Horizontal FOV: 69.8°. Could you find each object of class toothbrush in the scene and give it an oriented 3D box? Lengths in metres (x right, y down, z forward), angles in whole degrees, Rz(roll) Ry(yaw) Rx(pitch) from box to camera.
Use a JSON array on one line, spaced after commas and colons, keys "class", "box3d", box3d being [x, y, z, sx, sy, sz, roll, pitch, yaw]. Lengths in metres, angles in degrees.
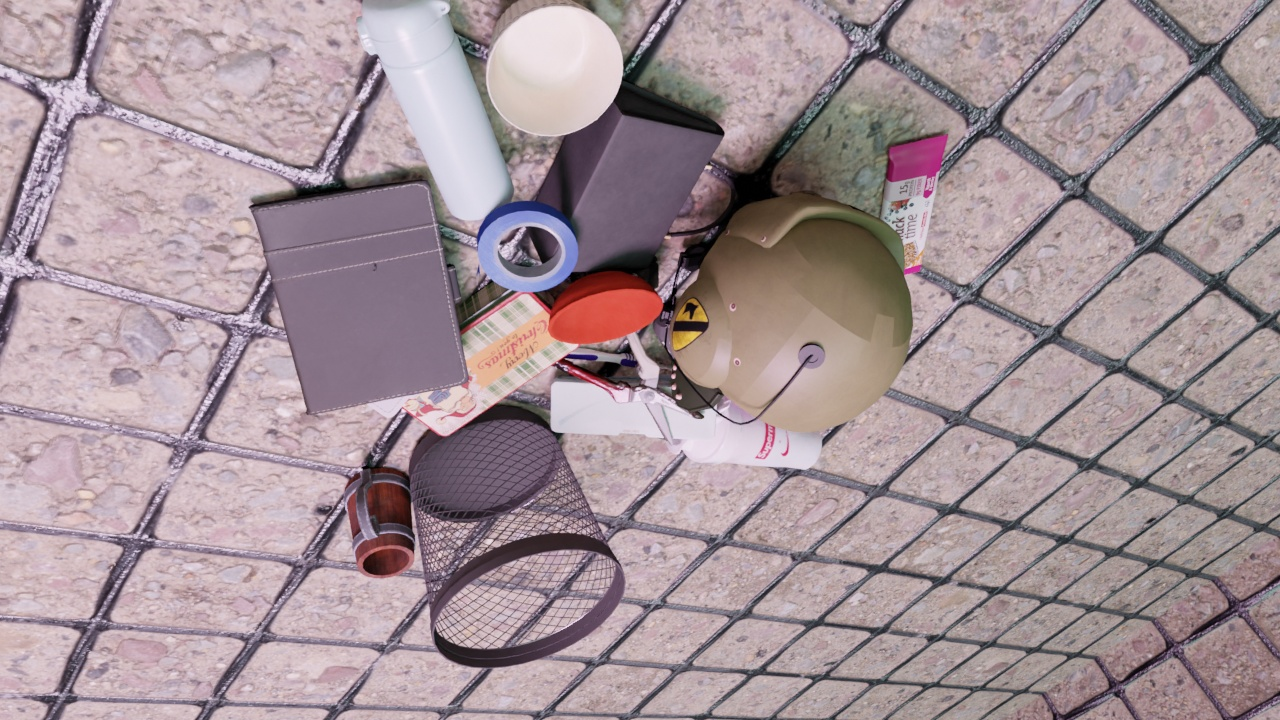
[{"class": "toothbrush", "box3d": [-0.015, -0.001, 1.099, 0.186, 0.015, 0.016, 8, 125, -28]}]

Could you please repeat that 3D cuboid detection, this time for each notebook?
[{"class": "notebook", "box3d": [-0.258, -0.059, 0.874, 0.169, 0.029, 0.209, -11, 115, -12]}]

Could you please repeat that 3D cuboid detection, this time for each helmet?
[{"class": "helmet", "box3d": [0.154, -0.053, 0.921, 0.250, 0.255, 0.234, 10, 131, -32]}]

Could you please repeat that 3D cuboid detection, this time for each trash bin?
[{"class": "trash bin", "box3d": [-0.158, 0.200, 1.078, 0.217, 0.227, 0.218, -15, 137, -14]}]

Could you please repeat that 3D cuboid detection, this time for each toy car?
[{"class": "toy car", "box3d": [-0.024, -0.085, 0.992, 0.092, 0.037, 0.040, -13, 137, -10]}]

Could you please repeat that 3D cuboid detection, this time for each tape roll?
[{"class": "tape roll", "box3d": [-0.104, -0.104, 0.848, 0.093, 0.016, 0.092, 3, 132, -16]}]

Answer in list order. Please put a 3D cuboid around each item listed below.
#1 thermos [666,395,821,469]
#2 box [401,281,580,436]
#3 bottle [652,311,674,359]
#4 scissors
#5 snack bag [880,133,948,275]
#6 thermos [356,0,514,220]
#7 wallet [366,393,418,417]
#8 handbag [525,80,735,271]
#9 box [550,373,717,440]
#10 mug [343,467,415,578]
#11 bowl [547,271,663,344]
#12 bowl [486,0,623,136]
[{"class": "thermos", "box3d": [0.142, 0.095, 1.212, 0.220, 0.099, 0.100, 13, 128, -38]}, {"class": "box", "box3d": [-0.176, -0.006, 1.003, 0.206, 0.050, 0.117, -33, 138, 10]}, {"class": "bottle", "box3d": [0.052, -0.019, 1.084, 0.047, 0.047, 0.112, -28, 137, 6]}, {"class": "scissors", "box3d": [-0.016, 0.008, 1.048, 0.198, 0.015, 0.179, 8, 109, 1]}, {"class": "snack bag", "box3d": [0.307, -0.169, 1.059, 0.070, 0.016, 0.197, -13, 137, -8]}, {"class": "thermos", "box3d": [-0.168, -0.216, 0.777, 0.078, 0.065, 0.207, -13, 138, 4]}, {"class": "wallet", "box3d": [-0.262, -0.016, 0.933, 0.118, 0.037, 0.115, 38, 102, -15]}, {"class": "handbag", "box3d": [0.014, -0.167, 0.908, 0.195, 0.072, 0.176, 4, 133, -34]}, {"class": "box", "box3d": [-0.007, 0.053, 1.089, 0.199, 0.067, 0.084, 1, 132, 3]}, {"class": "mug", "box3d": [-0.315, 0.185, 1.094, 0.081, 0.111, 0.117, -17, 138, -6]}, {"class": "bowl", "box3d": [-0.039, -0.059, 0.949, 0.122, 0.035, 0.122, -13, 159, -5]}, {"class": "bowl", "box3d": [-0.078, -0.256, 0.775, 0.115, 0.062, 0.115, -12, 137, -11]}]
